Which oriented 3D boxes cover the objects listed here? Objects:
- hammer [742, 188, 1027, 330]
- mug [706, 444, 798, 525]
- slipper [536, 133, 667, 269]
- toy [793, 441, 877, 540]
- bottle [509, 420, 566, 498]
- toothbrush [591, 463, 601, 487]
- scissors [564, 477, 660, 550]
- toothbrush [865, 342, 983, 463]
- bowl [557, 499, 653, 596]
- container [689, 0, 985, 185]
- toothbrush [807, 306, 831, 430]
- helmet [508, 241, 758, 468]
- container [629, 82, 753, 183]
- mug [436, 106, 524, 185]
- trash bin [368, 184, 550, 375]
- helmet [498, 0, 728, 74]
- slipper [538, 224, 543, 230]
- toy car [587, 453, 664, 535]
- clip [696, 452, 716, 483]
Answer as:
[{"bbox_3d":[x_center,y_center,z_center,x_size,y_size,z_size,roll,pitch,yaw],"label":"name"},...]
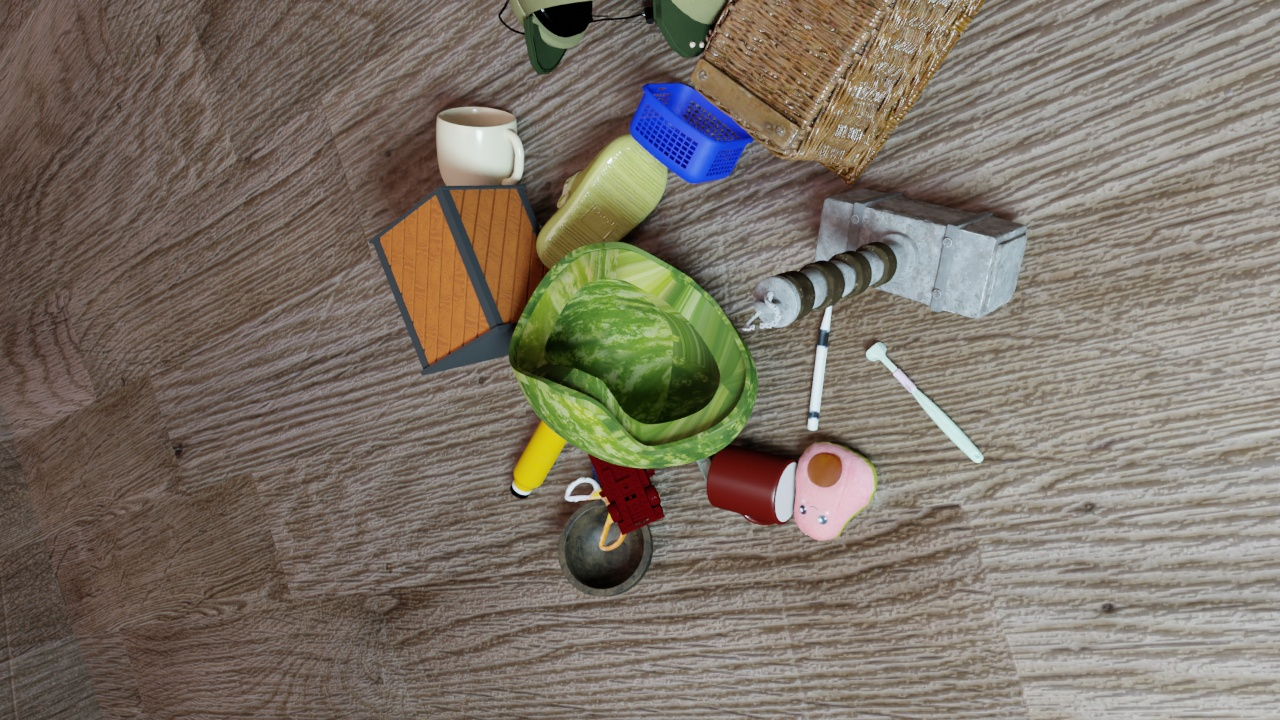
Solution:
[{"bbox_3d":[0.179,-0.074,0.775,0.177,0.325,0.080,23,120,37],"label":"hammer"},{"bbox_3d":[0.131,0.149,1.027,0.083,0.073,0.106,10,135,33],"label":"mug"},{"bbox_3d":[-0.048,-0.184,1.067,0.191,0.091,0.081,-47,30,17],"label":"slipper"},{"bbox_3d":[0.203,0.143,0.979,0.090,0.051,0.110,26,115,30],"label":"toy"},{"bbox_3d":[-0.133,0.126,1.219,0.043,0.043,0.144,43,122,20],"label":"bottle"},{"bbox_3d":[-0.056,0.165,1.191,0.014,0.014,0.168,-5,100,-8],"label":"toothbrush"},{"bbox_3d":[-0.039,0.173,1.146,0.131,0.011,0.125,11,73,20],"label":"scissors"},{"bbox_3d":[0.286,0.043,0.920,0.022,0.015,0.154,-41,75,2],"label":"toothbrush"},{"bbox_3d":[-0.038,0.240,1.158,0.121,0.056,0.121,-7,67,15],"label":"bowl"},{"bbox_3d":[0.172,-0.298,0.814,0.162,0.182,0.251,43,122,18],"label":"container"},{"bbox_3d":[0.191,-0.015,0.976,0.017,0.012,0.187,20,112,45],"label":"toothbrush"},{"bbox_3d":[-0.006,0.006,0.986,0.244,0.247,0.213,-2,61,59],"label":"helmet"},{"bbox_3d":[0.050,-0.239,0.973,0.114,0.096,0.058,43,126,20],"label":"container"},{"bbox_3d":[-0.194,-0.251,1.142,0.120,0.096,0.100,20,123,25],"label":"mug"},{"bbox_3d":[-0.196,-0.097,1.087,0.140,0.139,0.171,-26,84,36],"label":"trash bin"},{"bbox_3d":[-0.008,-0.397,0.863,0.251,0.254,0.233,6,106,35],"label":"helmet"},{"bbox_3d":[-0.143,-0.114,1.166,0.263,0.052,0.115,36,116,25],"label":"slipper"},{"bbox_3d":[-0.029,0.121,1.118,0.070,0.062,0.169,-24,84,2],"label":"toy car"},{"bbox_3d":[0.084,0.128,1.075,0.023,0.044,0.076,-27,86,38],"label":"clip"}]
